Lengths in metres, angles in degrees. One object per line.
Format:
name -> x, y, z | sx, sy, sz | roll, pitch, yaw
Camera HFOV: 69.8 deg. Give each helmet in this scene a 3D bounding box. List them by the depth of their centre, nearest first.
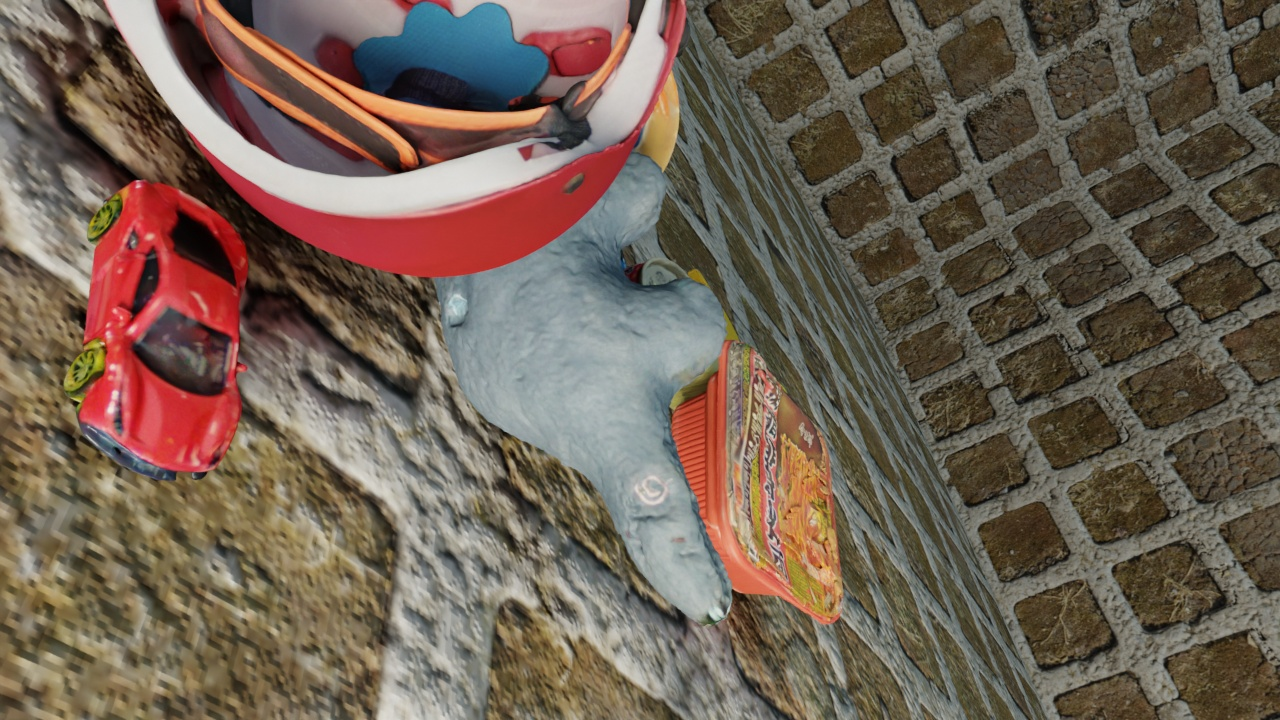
helmet -> -0.086, -0.140, 0.395 | 0.144, 0.207, 0.239 | 109, 4, -66

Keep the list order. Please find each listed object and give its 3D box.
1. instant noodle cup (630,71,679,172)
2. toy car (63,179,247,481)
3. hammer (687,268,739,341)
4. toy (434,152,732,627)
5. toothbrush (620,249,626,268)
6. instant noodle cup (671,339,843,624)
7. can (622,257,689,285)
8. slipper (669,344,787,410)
instant noodle cup -> -0.047, -0.179, 0.643 | 0.151, 0.151, 0.111 | 57, 15, -16
toy car -> -0.151, -0.011, 0.296 | 0.049, 0.031, 0.106 | 38, 32, -50
hammer -> 0.041, -0.028, 0.842 | 0.128, 0.033, 0.300 | 63, 18, 7
toy -> -0.035, -0.036, 0.476 | 0.092, 0.137, 0.355 | 102, -23, -64
toothbrush -> -0.029, -0.123, 0.825 | 0.016, 0.014, 0.189 | 78, -3, -58
instant noodle cup -> 0.082, 0.094, 0.661 | 0.189, 0.079, 0.164 | 42, 41, -44
can -> -0.013, -0.016, 0.553 | 0.066, 0.094, 0.066 | 30, 46, -38
slipper -> 0.081, 0.021, 0.765 | 0.190, 0.092, 0.081 | 36, 55, -43
